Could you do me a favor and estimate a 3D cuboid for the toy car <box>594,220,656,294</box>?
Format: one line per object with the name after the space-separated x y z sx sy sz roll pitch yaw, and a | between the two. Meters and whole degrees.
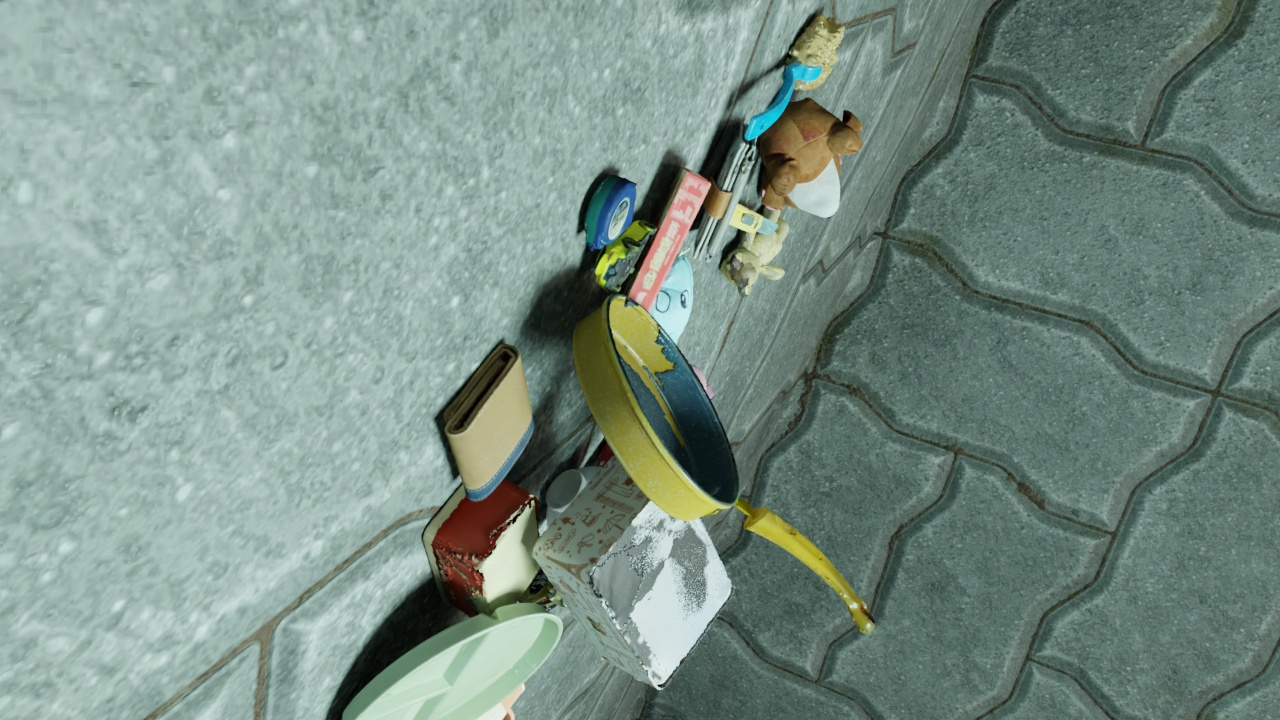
-0.016 -0.093 0.790 0.048 0.032 0.105 -62 177 26 | toy car

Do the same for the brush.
0.161 -0.293 0.967 0.253 0.046 0.083 -55 169 -44 | brush

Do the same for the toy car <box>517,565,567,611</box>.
-0.092 0.253 1.125 0.157 0.070 0.042 -44 120 -50 | toy car

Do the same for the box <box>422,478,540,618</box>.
-0.131 0.177 0.818 0.091 0.076 0.169 -53 163 -31 | box

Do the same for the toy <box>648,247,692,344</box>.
0.028 -0.051 0.974 0.161 0.050 0.156 -44 150 -69 | toy

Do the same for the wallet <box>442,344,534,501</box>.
-0.117 0.051 0.718 0.090 0.033 0.115 -56 164 -28 | wallet

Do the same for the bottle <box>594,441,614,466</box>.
-0.033 0.146 1.100 0.058 0.057 0.174 98 14 -55 | bottle

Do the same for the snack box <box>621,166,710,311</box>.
0.018 -0.103 0.849 0.075 0.025 0.153 -95 -150 -75 | snack box

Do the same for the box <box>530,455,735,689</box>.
0.008 0.152 0.872 0.269 0.134 0.179 -75 147 -48 | box

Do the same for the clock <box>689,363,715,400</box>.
0.024 0.049 1.045 0.117 0.060 0.158 -34 180 -3 | clock

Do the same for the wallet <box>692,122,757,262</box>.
0.085 -0.175 0.953 0.106 0.037 0.130 -68 179 -64 | wallet

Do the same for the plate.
-0.174 0.295 0.838 0.229 0.027 0.231 -29 153 -17 | plate

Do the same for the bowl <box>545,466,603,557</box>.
-0.064 0.156 1.003 0.065 0.118 0.118 47 68 -35 | bowl

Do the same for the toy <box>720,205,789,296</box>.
0.156 -0.155 1.224 0.156 0.066 0.105 -55 132 -38 | toy

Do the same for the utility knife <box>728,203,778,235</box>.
0.127 -0.173 1.107 0.031 0.021 0.204 -58 161 14 | utility knife

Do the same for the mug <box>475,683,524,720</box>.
-0.182 0.379 0.983 0.105 0.082 0.114 -49 127 -33 | mug

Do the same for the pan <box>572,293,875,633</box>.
0.072 0.096 0.762 0.078 0.357 0.197 -31 -172 17 | pan

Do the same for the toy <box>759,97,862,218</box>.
0.201 -0.232 1.103 0.140 0.130 0.199 -28 177 3 | toy

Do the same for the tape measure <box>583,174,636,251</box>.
-0.025 -0.119 0.722 0.058 0.025 0.055 -52 162 -44 | tape measure
